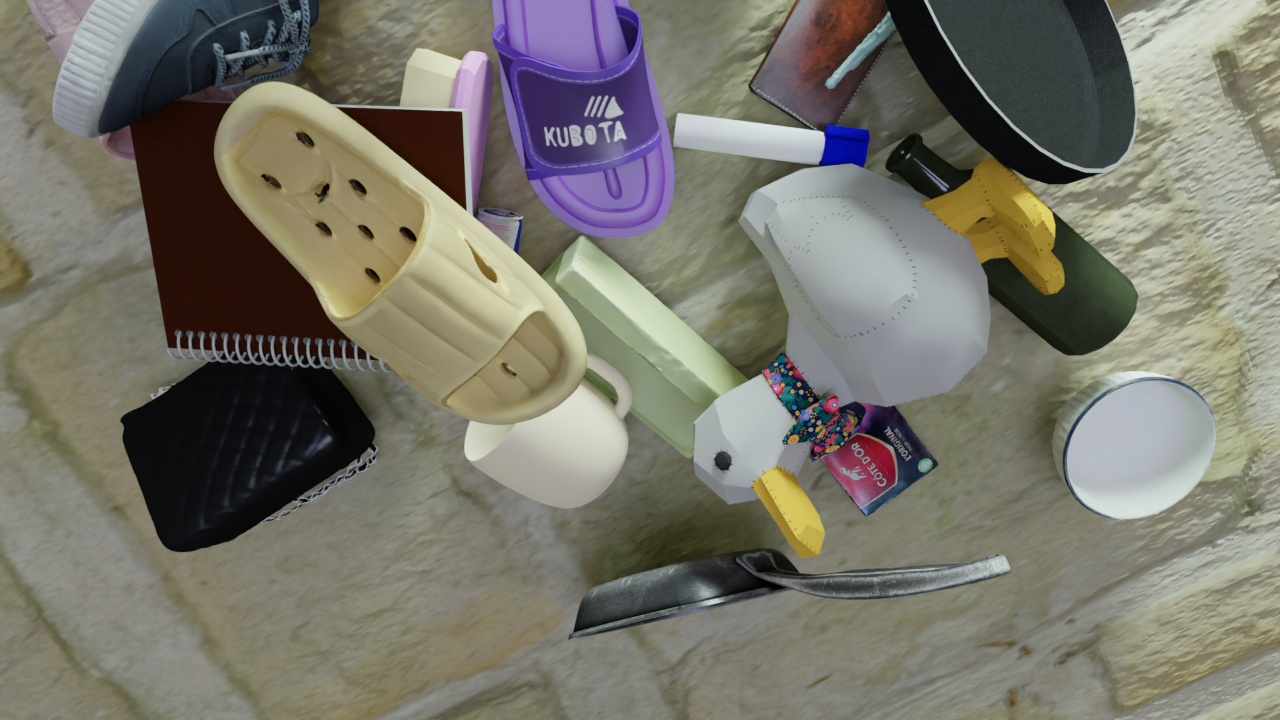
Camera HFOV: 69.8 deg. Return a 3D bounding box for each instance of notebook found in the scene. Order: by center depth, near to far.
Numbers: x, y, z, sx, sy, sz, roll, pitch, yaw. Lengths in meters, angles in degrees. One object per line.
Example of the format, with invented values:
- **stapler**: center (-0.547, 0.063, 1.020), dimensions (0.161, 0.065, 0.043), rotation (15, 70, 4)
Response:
- **notebook**: center (-0.210, -0.075, 0.585), dimensions (0.209, 0.022, 0.172), rotation (3, 111, 5)

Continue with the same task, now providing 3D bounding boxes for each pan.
- **pan**: center (0.184, -0.262, 0.548), dimensions (0.356, 0.224, 0.034), rotation (52, 141, -8)
- **pan**: center (0.088, 0.156, 0.636), dimensions (0.187, 0.358, 0.055), rotation (1, 68, -40)

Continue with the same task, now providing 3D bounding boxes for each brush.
- **brush**: center (-0.140, -0.095, 0.626), dimensions (0.043, 0.089, 0.229), rotation (10, 108, -2)

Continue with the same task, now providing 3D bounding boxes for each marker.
- **marker**: center (0.091, -0.155, 0.643), dimensions (0.133, 0.023, 0.027), rotation (8, 131, 3)

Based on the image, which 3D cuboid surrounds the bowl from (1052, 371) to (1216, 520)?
- **bowl**: center (0.377, 0.059, 0.724), dimensions (0.118, 0.062, 0.118), rotation (-1, 108, -3)

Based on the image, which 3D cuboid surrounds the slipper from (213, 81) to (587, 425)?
- **slipper**: center (-0.149, -0.050, 0.537), dimensions (0.261, 0.079, 0.111), rotation (44, 111, -9)

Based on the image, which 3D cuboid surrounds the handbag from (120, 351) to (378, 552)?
- **handbag**: center (-0.284, 0.051, 0.681), dimensions (0.154, 0.114, 0.125), rotation (-33, 84, 11)

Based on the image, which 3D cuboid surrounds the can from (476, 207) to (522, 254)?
- **can**: center (-0.108, -0.062, 0.668), dimensions (0.032, 0.032, 0.095), rotation (9, 108, -7)

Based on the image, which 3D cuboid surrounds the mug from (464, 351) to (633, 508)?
- **mug**: center (-0.054, 0.049, 0.674), dimensions (0.099, 0.096, 0.120), rotation (35, 109, -25)

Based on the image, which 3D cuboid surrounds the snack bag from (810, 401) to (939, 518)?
- **snack bag**: center (0.168, 0.051, 0.732), dimensions (0.075, 0.018, 0.155), rotation (-38, 108, 8)

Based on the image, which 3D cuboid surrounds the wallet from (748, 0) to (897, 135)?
- **wallet**: center (0.134, -0.226, 0.634), dimensions (0.072, 0.019, 0.123), rotation (28, 105, -12)

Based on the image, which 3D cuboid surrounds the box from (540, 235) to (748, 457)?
- **box**: center (0.002, 0.000, 0.672), dimensions (0.188, 0.083, 0.091), rotation (38, 97, -15)

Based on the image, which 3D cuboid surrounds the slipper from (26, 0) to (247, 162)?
- **slipper**: center (-0.309, -0.169, 0.603), dimensions (0.094, 0.064, 0.239), rotation (-29, 109, 6)

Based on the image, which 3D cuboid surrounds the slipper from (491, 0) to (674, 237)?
- **slipper**: center (-0.044, -0.203, 0.597), dimensions (0.107, 0.084, 0.267), rotation (-11, 109, 0)

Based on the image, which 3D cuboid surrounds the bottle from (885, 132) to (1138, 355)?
- **bottle**: center (0.263, -0.087, 0.663), dimensions (0.207, 0.071, 0.071), rotation (36, 103, -14)

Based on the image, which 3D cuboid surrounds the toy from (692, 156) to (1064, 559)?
- **toy**: center (0.133, -0.023, 0.600), dimensions (0.268, 0.246, 0.141), rotation (-32, 152, 16)

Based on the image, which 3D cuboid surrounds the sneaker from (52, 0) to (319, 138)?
- **sneaker**: center (-0.241, -0.207, 0.545), dimensions (0.087, 0.089, 0.235), rotation (36, 67, -14)

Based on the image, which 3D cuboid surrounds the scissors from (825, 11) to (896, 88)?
- **scissors**: center (0.180, -0.247, 0.610), dimensions (0.171, 0.025, 0.160), rotation (7, 104, -30)
